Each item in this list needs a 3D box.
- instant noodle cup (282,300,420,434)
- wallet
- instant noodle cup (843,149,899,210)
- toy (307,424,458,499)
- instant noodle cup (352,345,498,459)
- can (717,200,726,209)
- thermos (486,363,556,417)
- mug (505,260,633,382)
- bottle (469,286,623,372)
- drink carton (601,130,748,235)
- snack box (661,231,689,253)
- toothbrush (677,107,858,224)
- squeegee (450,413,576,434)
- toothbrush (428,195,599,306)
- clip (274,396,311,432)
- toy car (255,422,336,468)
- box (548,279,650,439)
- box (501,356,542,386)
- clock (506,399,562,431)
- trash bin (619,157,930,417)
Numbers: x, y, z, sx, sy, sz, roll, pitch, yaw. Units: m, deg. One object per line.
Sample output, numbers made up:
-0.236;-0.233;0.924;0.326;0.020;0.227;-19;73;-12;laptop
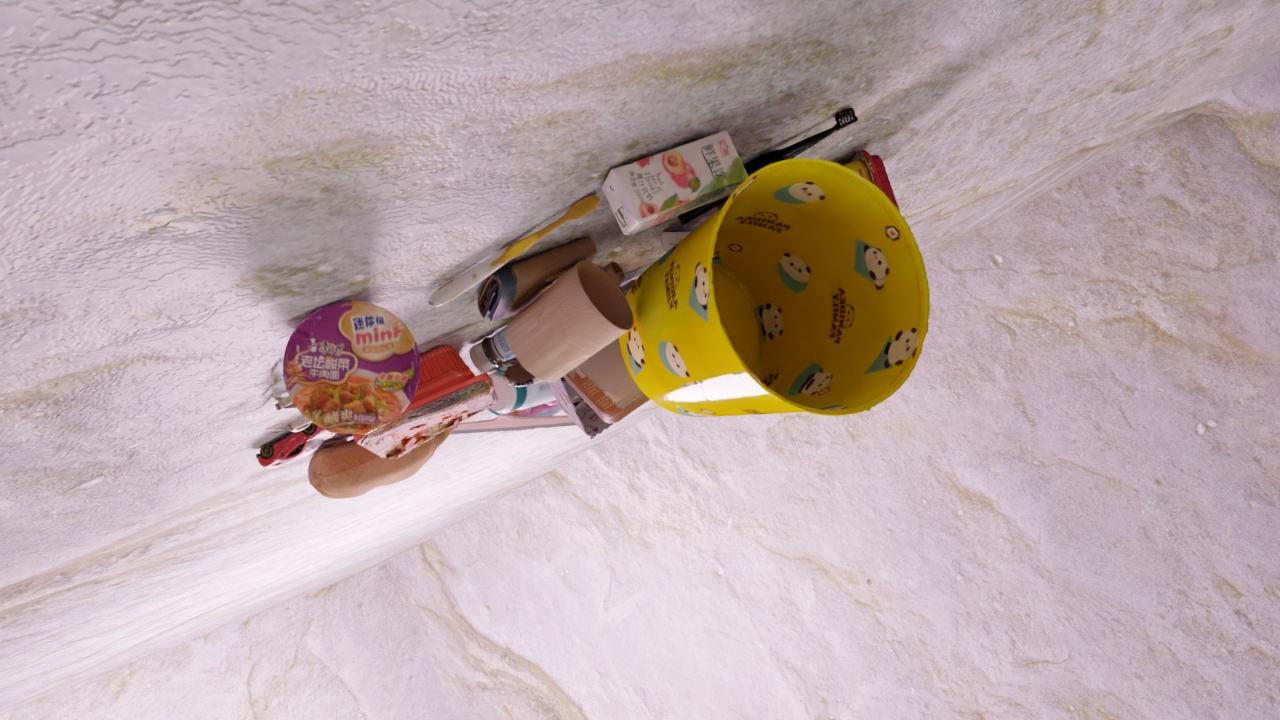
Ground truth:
-0.252;0.011;0.806;0.111;0.111;0.099;-25;-179;-18;instant noodle cup
-0.106;-0.083;0.934;0.115;0.033;0.090;-27;172;-27;wallet
0.242;-0.188;1.155;0.123;0.116;0.116;-14;171;-8;instant noodle cup
-0.345;0.131;1.276;0.225;0.082;0.144;-16;179;-31;toy
-0.256;0.048;1.085;0.164;0.079;0.189;-26;171;-11;instant noodle cup
0.138;-0.175;1.059;0.053;0.053;0.132;-31;171;26;can
-0.148;0.029;1.371;0.073;0.073;0.223;-33;170;32;thermos
-0.070;-0.047;0.943;0.104;0.084;0.124;-36;-163;23;mug
-0.115;-0.044;1.094;0.195;0.044;0.079;-28;-178;13;bottle
0.031;-0.159;0.820;0.122;0.053;0.046;-24;175;-22;drink carton
0.111;-0.133;1.058;0.157;0.027;0.084;4;-174;27;snack box
0.131;-0.205;0.960;0.213;0.027;0.026;-29;-144;3;toothbrush
-0.243;0.072;1.380;0.248;0.040;0.249;-5;167;16;squeegee
-0.117;-0.100;0.845;0.191;0.016;0.018;-30;180;13;toothbrush
-0.348;0.049;0.978;0.062;0.034;0.097;-32;179;23;clip
-0.404;0.097;1.093;0.106;0.031;0.049;-31;173;8;toy car
-0.006;0.007;1.137;0.182;0.192;0.156;-34;129;-15;box
-0.117;-0.027;1.226;0.163;0.081;0.075;-26;-157;-19;box
-0.177;0.067;1.528;0.117;0.060;0.159;-27;170;-8;clock
0.109;-0.047;0.907;0.229;0.229;0.256;-24;-178;-26;trash bin
